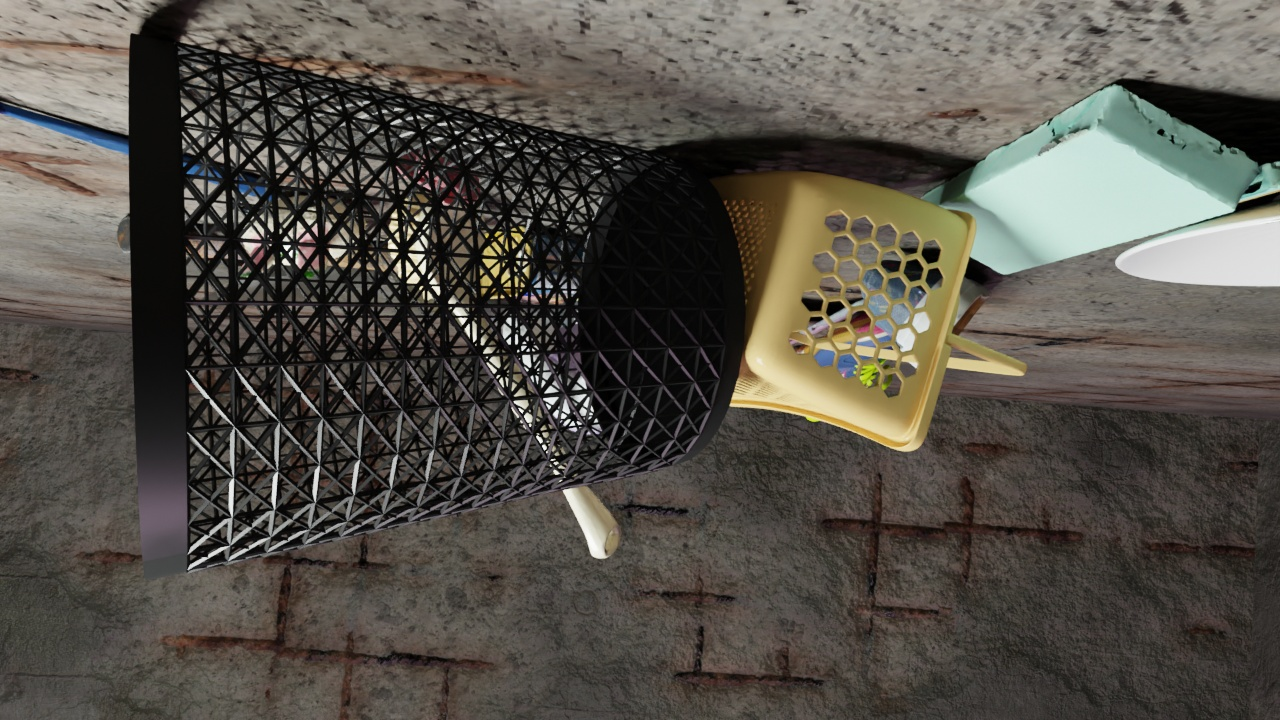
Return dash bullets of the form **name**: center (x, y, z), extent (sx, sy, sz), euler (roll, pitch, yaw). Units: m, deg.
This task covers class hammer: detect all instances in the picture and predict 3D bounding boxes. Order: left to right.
- **hammer**: center (-0.267, -0.087, 0.744), extent (0.331, 0.033, 0.119), euler (7, -178, 27)

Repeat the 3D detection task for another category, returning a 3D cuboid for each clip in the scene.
- **clip**: center (-0.121, -0.105, 0.521), extent (0.041, 0.023, 0.059), euler (8, 172, 17)

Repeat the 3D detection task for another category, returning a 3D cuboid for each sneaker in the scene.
- **sneaker**: center (0.237, 0.004, 1.014), extent (0.116, 0.091, 0.242), euler (-27, 176, -17)
- **sneaker**: center (0.227, -0.047, 0.747), extent (0.079, 0.087, 0.235), euler (39, -169, 16)

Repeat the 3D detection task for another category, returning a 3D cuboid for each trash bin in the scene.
- **trash bin**: center (-0.097, -0.022, 0.432), extent (0.242, 0.217, 0.217), euler (-1, 180, -27)

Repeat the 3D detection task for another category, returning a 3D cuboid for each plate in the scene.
- **plate**: center (-0.321, -0.079, 0.857), extent (0.173, 0.019, 0.172), euler (-6, -164, 1)
- **plate**: center (0.356, -0.066, 0.437), extent (0.229, 0.030, 0.229), euler (2, 177, 0)

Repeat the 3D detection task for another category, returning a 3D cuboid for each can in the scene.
- **can**: center (-0.091, -0.072, 0.730), extent (0.059, 0.054, 0.100), euler (6, 177, -38)

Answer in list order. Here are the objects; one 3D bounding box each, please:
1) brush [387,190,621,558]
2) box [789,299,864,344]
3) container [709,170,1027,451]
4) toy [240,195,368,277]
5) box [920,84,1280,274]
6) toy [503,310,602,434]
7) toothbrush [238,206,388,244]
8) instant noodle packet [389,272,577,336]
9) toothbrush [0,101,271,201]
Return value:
- **brush**: center (-0.084, 0.010, 0.604), extent (0.061, 0.272, 0.078), euler (-31, -173, -42)
- **box**: center (0.152, -0.029, 1.036), extent (0.173, 0.075, 0.233), euler (2, 177, 5)
- **container**: center (0.100, -0.028, 0.519), extent (0.167, 0.129, 0.184), euler (18, 177, -27)
- **toy**: center (-0.232, -0.090, 0.639), extent (0.087, 0.050, 0.112), euler (-2, -144, 15)
- **box**: center (0.223, -0.074, 0.431), extent (0.138, 0.056, 0.187), euler (11, 177, -2)
- **toy**: center (-0.004, 0.004, 0.704), extent (0.138, 0.086, 0.208), euler (28, -160, 25)
- **toothbrush**: center (-0.249, -0.102, 0.763), extent (0.014, 0.017, 0.187), euler (4, 176, 40)
- **instant noodle packet**: center (-0.101, -0.048, 0.842), extent (0.147, 0.057, 0.268), euler (33, -161, 32)
- **toothbrush**: center (-0.294, -0.118, 0.528), extent (0.016, 0.017, 0.189), euler (3, 176, 32)
